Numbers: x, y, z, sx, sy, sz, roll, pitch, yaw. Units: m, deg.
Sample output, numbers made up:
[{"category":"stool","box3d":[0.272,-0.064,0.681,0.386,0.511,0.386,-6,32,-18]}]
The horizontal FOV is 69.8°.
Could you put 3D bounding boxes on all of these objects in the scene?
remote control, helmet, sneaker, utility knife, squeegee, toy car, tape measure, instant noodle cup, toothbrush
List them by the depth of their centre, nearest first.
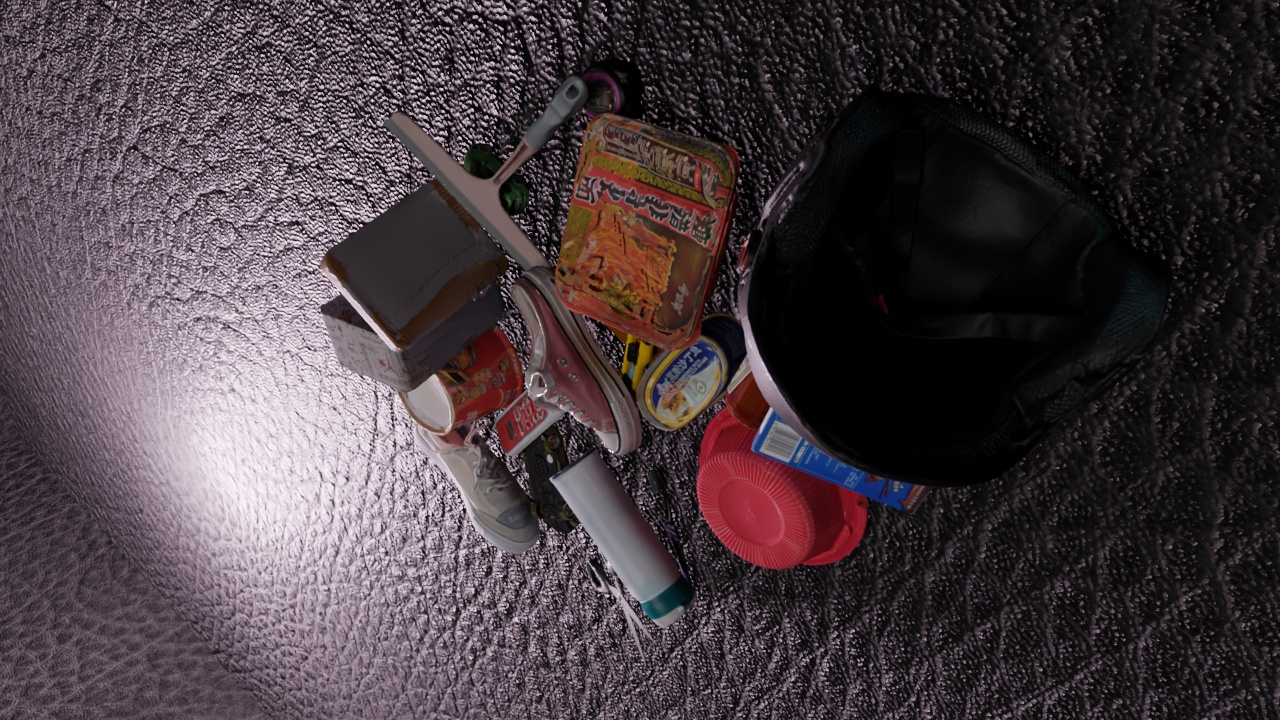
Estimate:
[{"category":"helmet","box3d":[0.181,-0.037,0.613,0.233,0.274,0.230,34,163,5]},{"category":"instant noodle cup","box3d":[0.012,-0.115,0.828,0.165,0.079,0.189,25,110,30]},{"category":"tape measure","box3d":[-0.028,-0.244,0.834,0.058,0.039,0.057,15,125,36]},{"category":"squeegee","box3d":[-0.108,-0.207,0.885,0.247,0.040,0.250,47,144,-10]},{"category":"instant noodle cup","box3d":[0.126,0.137,0.918,0.194,0.065,0.194,24,130,31]},{"category":"utility knife","box3d":[-0.006,0.006,0.956,0.033,0.015,0.165,44,157,16]},{"category":"sneaker","box3d":[-0.082,0.017,0.983,0.118,0.087,0.241,20,144,56]},{"category":"toy car","box3d":[-0.158,-0.194,0.989,0.091,0.036,0.043,46,139,15]},{"category":"toothbrush","box3d":[0.038,0.206,1.078,0.014,0.016,0.189,8,122,46]},{"category":"remote control","box3d":[-0.134,0.066,1.119,0.136,0.020,0.056,-40,62,40]},{"category":"instant noodle cup","box3d":[-0.229,0.023,1.136,0.138,0.108,0.138,23,129,31]},{"category":"toy car","box3d":[-0.114,0.142,1.154,0.070,0.042,0.158,-6,101,45]},{"category":"sneaker","box3d":[-0.208,0.142,1.217,0.242,0.089,0.091,47,133,18]}]

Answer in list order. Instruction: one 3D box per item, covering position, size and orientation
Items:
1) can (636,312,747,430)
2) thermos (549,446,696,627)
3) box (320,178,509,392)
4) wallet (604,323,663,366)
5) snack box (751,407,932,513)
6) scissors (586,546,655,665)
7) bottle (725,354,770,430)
[{"category":"can","box3d":[0.052,0.014,0.917,0.074,0.049,0.149,49,138,7]},{"category":"thermos","box3d":[-0.019,0.214,1.092,0.224,0.073,0.073,55,138,3]},{"category":"box","box3d":[-0.257,-0.091,1.020,0.154,0.182,0.181,16,133,32]},{"category":"wallet","box3d":[-0.010,-0.068,0.933,0.130,0.035,0.119,45,138,9]},{"category":"snack box","box3d":[0.186,0.075,0.812,0.157,0.026,0.085,22,132,3]},{"category":"scissors","box3d":[-0.029,0.291,1.150,0.160,0.014,0.175,-10,89,63]},{"category":"bottle","box3d":[0.138,-0.023,0.811,0.060,0.059,0.207,39,131,17]}]
